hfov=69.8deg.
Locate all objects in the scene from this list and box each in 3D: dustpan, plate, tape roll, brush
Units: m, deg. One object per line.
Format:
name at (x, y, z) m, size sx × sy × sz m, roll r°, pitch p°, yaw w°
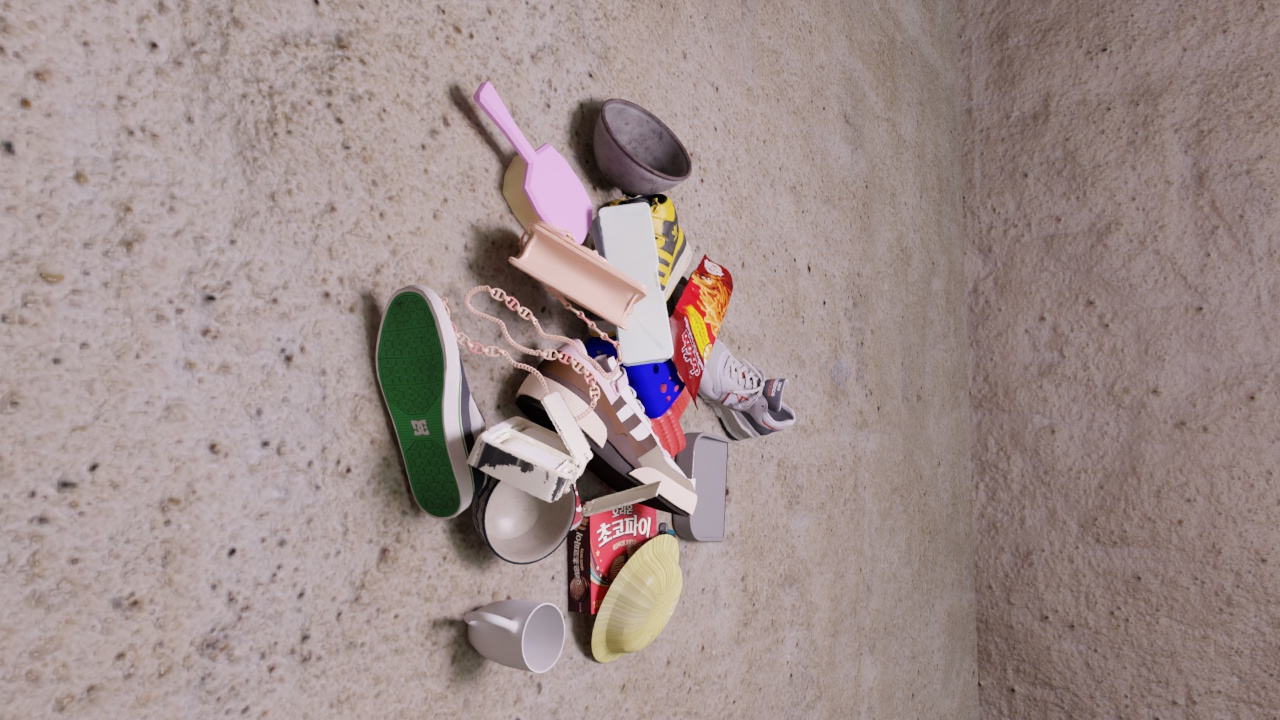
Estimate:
dustpan at (0.080, 0.187, 1.374) m, size 0.257 × 0.033 × 0.163 m, roll 17°, pitch 74°, yaw -55°
plate at (0.010, 0.318, 1.189) m, size 0.183 × 0.036 × 0.185 m, roll -37°, pitch 141°, yaw -39°
tape roll at (0.047, -0.078, 1.343) m, size 0.093 × 0.030 × 0.093 m, roll 6°, pitch 83°, yaw -56°
brush at (-0.133, -0.224, 1.069) m, size 0.229 × 0.043 × 0.089 m, roll 53°, pitch 47°, yaw -41°

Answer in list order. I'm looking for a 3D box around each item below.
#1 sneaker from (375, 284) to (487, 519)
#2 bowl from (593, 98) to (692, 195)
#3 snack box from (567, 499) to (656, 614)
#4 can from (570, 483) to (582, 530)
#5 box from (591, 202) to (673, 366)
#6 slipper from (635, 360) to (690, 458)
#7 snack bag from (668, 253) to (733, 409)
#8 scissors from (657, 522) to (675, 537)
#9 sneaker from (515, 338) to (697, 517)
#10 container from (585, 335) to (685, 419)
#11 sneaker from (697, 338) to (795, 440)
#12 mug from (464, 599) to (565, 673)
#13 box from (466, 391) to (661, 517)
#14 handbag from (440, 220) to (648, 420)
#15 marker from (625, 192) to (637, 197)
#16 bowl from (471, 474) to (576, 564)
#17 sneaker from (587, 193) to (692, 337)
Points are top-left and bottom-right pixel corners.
sneaker at (-0.200, 0.036, 0.922) m, size 0.078 × 0.084 × 0.235 m, roll -38°, pitch 125°, yaw -62°
bowl at (-0.009, -0.270, 1.211) m, size 0.145 × 0.067 × 0.144 m, roll 27°, pitch 38°, yaw -24°
snack box at (-0.034, 0.246, 1.193) m, size 0.151 × 0.036 × 0.132 m, roll 3°, pitch 85°, yaw -57°
can at (-0.103, 0.151, 1.079) m, size 0.053 × 0.054 × 0.096 m, roll -32°, pitch 114°, yaw -53°
box at (-0.009, -0.093, 1.129) m, size 0.085 × 0.073 × 0.199 m, roll -6°, pitch 83°, yaw -38°
slipper at (0.029, 0.087, 1.282) m, size 0.248 × 0.059 × 0.103 m, roll -52°, pitch 129°, yaw -47°
snack bag at (0.074, -0.047, 1.273) m, size 0.207 × 0.067 × 0.139 m, roll -61°, pitch 142°, yaw -49°
scissors at (0.037, 0.257, 1.270) m, size 0.130 × 0.019 × 0.135 m, roll -80°, pitch 163°, yaw -59°
sneaker at (-0.021, 0.081, 1.128) m, size 0.294 × 0.112 × 0.116 m, roll 42°, pitch 68°, yaw -29°
container at (-0.007, 0.007, 1.208) m, size 0.084 × 0.085 × 0.114 m, roll -50°, pitch 127°, yaw -45°
sneaker at (0.166, 0.039, 1.431) m, size 0.240 × 0.124 × 0.088 m, roll 54°, pitch 45°, yaw -40°
mug at (-0.147, 0.283, 0.970) m, size 0.107 × 0.090 × 0.071 m, roll 43°, pitch 53°, yaw -47°
box at (-0.063, 0.095, 0.911) m, size 0.143 × 0.182 × 0.081 m, roll -41°, pitch 155°, yaw -81°
handbag at (-0.109, -0.052, 1.038) m, size 0.198 × 0.116 × 0.187 m, roll 31°, pitch 87°, yaw -7°
marker at (0.013, -0.263, 1.312) m, size 0.125 × 0.025 × 0.025 m, roll -46°, pitch 125°, yaw -48°
bowl at (-0.135, 0.159, 1.009) m, size 0.115 × 0.059 × 0.115 m, roll -7°, pitch 102°, yaw -36°
sneaker at (-0.011, -0.138, 1.209) m, size 0.237 × 0.086 × 0.122 m, roll -55°, pitch 134°, yaw -45°
